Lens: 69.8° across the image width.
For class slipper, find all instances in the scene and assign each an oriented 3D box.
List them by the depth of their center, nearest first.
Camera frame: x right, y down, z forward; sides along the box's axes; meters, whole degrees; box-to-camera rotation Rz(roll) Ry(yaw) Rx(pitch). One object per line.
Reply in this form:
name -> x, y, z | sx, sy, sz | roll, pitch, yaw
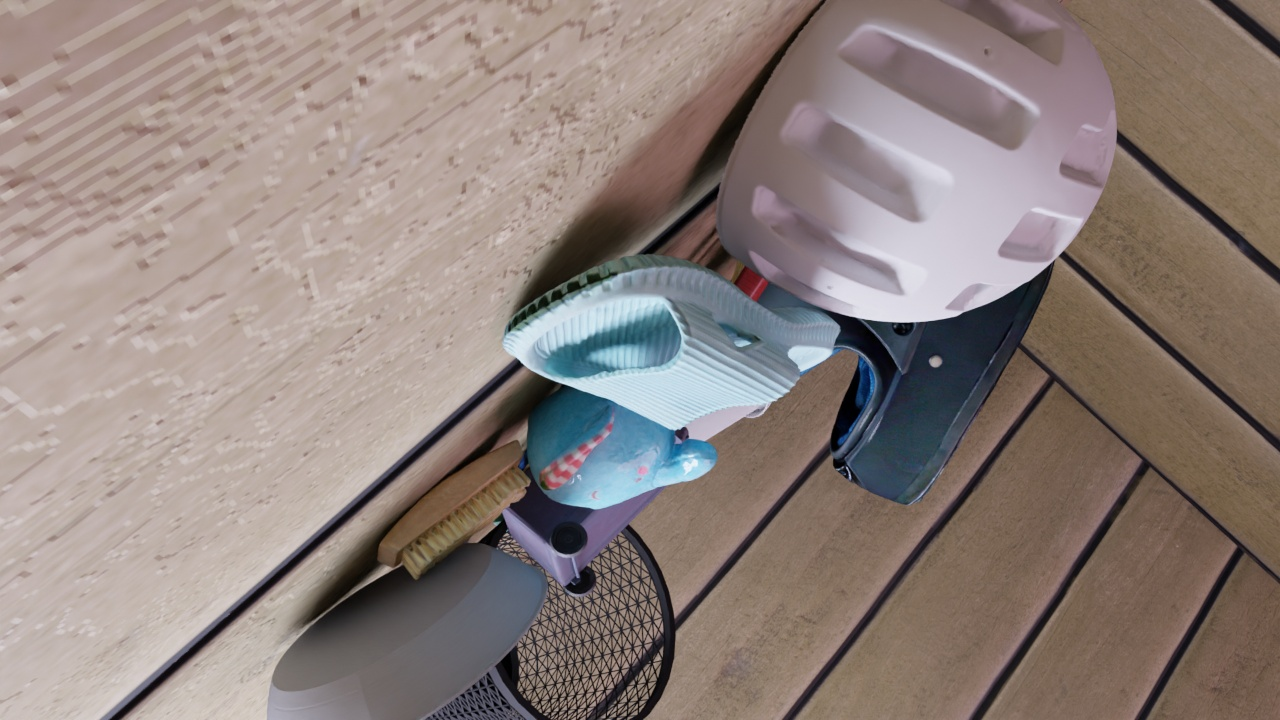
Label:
slipper -> 0.034, 0.002, 0.511 | 0.116, 0.069, 0.275 | -21, 164, 34

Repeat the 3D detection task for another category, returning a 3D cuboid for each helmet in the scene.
helmet -> 0.166, -0.129, 0.555 | 0.281, 0.184, 0.225 | 9, 117, -43
helmet -> 0.210, -0.054, 0.847 | 0.316, 0.236, 0.248 | -66, 174, 12

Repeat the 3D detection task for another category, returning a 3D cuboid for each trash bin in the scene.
trash bin -> -0.032, 0.106, 0.788 | 0.160, 0.092, 0.094 | -42, 154, -23
trash bin -> -0.127, 0.275, 0.899 | 0.244, 0.217, 0.216 | -33, -177, 40

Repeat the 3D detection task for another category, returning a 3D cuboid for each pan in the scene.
pan -> -0.161, 0.171, 0.678 | 0.201, 0.051, 0.356 | -26, -169, 1

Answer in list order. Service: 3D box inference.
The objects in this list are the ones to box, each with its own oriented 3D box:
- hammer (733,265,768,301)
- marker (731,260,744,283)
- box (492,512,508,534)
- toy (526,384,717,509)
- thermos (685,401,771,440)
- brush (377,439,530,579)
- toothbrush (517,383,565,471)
hammer -> 0.102, -0.087, 0.709 | 0.316, 0.036, 0.126 | -58, 171, 16
marker -> 0.085, -0.073, 0.760 | 0.014, 0.014, 0.132 | -31, 138, -67
box -> -0.075, 0.110, 0.993 | 0.186, 0.057, 0.138 | -44, 180, -27
toy -> 0.004, 0.040, 0.651 | 0.181, 0.115, 0.183 | -41, 171, 7
thermos -> 0.026, 0.047, 0.934 | 0.221, 0.131, 0.132 | -35, 169, -24
brush -> -0.125, 0.103, 0.629 | 0.116, 0.039, 0.049 | -35, 170, -28
toothbrush -> -0.089, 0.069, 0.762 | 0.017, 0.016, 0.190 | -33, 167, -37
